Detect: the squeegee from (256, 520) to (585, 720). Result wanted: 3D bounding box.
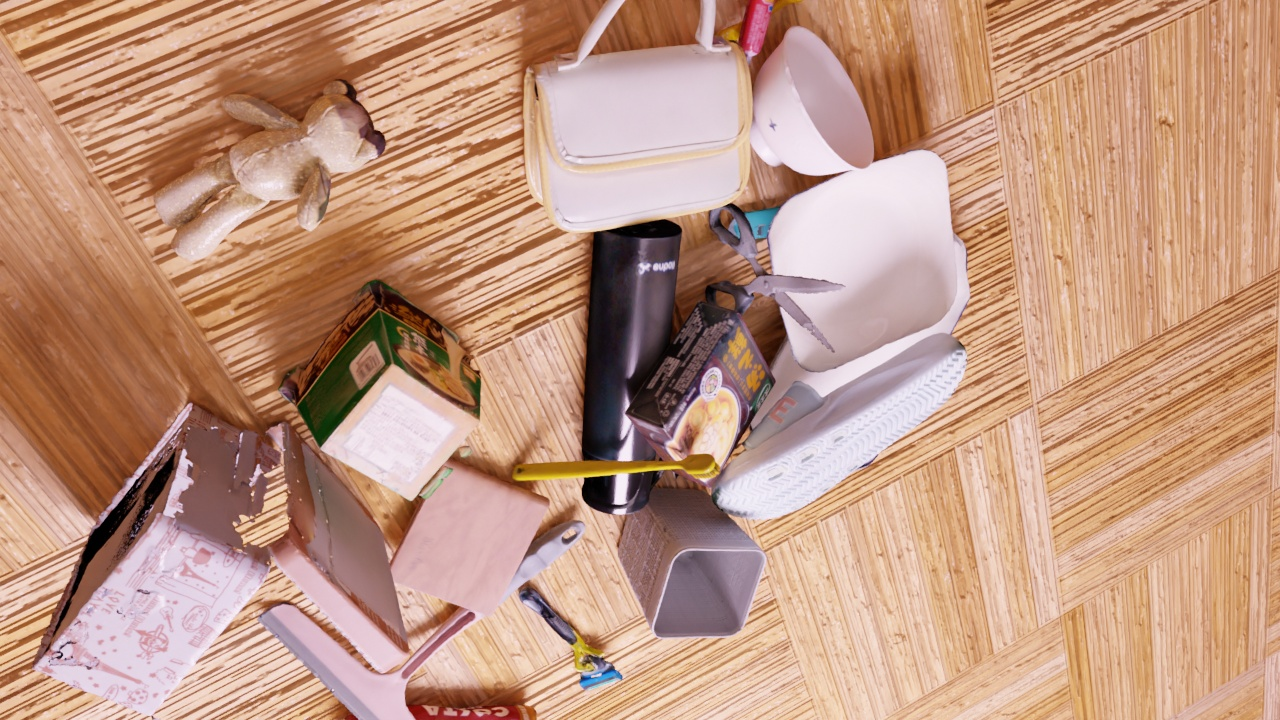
[{"bbox_3d":[-0.147,0.223,0.804,0.249,0.040,0.247,-40,102,-8],"label":"squeegee"}]

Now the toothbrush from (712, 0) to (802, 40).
[{"bbox_3d":[0.056,-0.239,0.688,0.191,0.018,0.016,-32,119,-3],"label":"toothbrush"}]

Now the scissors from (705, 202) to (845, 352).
[{"bbox_3d":[0.095,-0.061,0.706,0.014,0.176,0.159,-12,74,-27],"label":"scissors"}]

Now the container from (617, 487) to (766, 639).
[{"bbox_3d":[0.038,0.173,0.811,0.090,0.114,0.090,7,110,-24],"label":"container"}]

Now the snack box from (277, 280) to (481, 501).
[{"bbox_3d":[-0.180,0.029,0.664,0.117,0.105,0.118,38,95,-30],"label":"snack box"}]

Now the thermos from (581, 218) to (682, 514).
[{"bbox_3d":[-0.004,0.004,0.752,0.089,0.068,0.243,-18,124,-40],"label":"thermos"}]

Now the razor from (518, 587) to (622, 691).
[{"bbox_3d":[-0.071,0.258,0.862,0.043,0.022,0.143,-27,117,17],"label":"razor"}]

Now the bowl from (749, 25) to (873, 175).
[{"bbox_3d":[0.119,-0.185,0.700,0.065,0.118,0.118,-25,130,37],"label":"bowl"}]

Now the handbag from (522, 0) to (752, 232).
[{"bbox_3d":[0.001,-0.186,0.649,0.163,0.063,0.179,-12,125,-17],"label":"handbag"}]

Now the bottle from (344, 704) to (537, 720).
[{"bbox_3d":[-0.181,0.344,0.836,0.174,0.057,0.057,10,109,-25],"label":"bottle"}]

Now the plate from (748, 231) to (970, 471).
[{"bbox_3d":[0.193,-0.011,0.834,0.162,0.034,0.266,20,105,-27],"label":"plate"}]

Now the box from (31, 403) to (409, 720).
[{"bbox_3d":[-0.266,0.146,0.643,0.193,0.183,0.156,40,95,-28],"label":"box"}]

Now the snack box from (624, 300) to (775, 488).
[{"bbox_3d":[0.053,0.033,0.748,0.113,0.053,0.126,-56,140,-16],"label":"snack box"}]

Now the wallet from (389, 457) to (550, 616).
[{"bbox_3d":[-0.144,0.149,0.766,0.101,0.020,0.115,26,90,-21],"label":"wallet"}]

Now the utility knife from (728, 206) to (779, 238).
[{"bbox_3d":[0.144,-0.120,0.777,0.157,0.013,0.029,-10,115,-17],"label":"utility knife"}]

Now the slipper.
[{"bbox_3d":[0.158,0.049,0.773,0.245,0.074,0.104,-35,146,8],"label":"slipper"}]

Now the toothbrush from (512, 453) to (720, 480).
[{"bbox_3d":[-0.024,0.088,0.733,0.016,0.190,0.015,47,46,-45],"label":"toothbrush"}]

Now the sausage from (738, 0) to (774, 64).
[{"bbox_3d":[0.095,-0.293,0.664,0.020,0.020,0.156,8,101,-25],"label":"sausage"}]

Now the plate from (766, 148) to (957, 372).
[{"bbox_3d":[0.180,-0.083,0.755,0.163,0.034,0.164,-22,119,-10],"label":"plate"}]

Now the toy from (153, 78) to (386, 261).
[{"bbox_3d":[-0.243,-0.121,0.601,0.157,0.066,0.105,-31,79,-1],"label":"toy"}]
